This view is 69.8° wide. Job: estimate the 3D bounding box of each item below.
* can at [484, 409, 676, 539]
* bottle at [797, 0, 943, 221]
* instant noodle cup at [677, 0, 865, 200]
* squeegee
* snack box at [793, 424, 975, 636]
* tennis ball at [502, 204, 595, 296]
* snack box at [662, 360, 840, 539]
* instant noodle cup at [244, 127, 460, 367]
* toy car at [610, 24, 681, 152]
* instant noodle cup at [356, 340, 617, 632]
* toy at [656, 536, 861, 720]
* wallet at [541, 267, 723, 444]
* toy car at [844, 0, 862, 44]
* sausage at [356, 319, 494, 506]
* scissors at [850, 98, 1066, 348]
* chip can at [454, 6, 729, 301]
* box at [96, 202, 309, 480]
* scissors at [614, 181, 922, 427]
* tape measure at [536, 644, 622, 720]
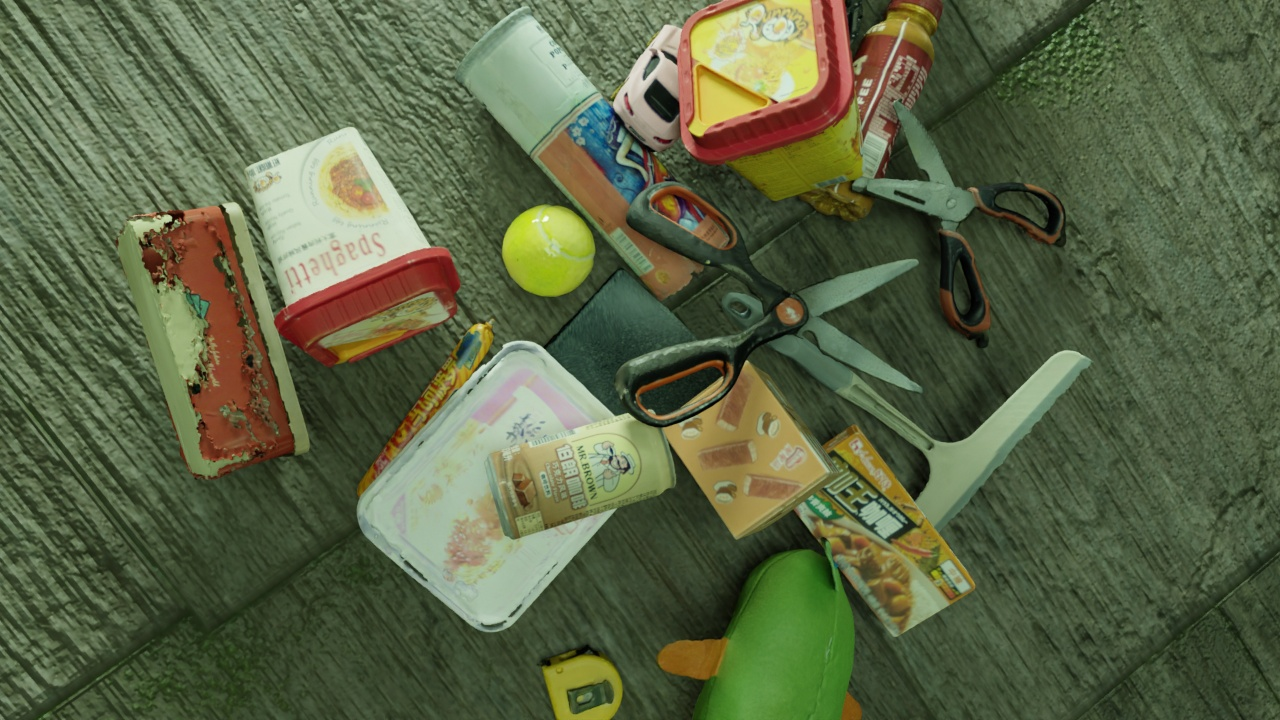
[{"bbox_3d":[-0.040,0.074,0.603,0.116,0.058,0.058,-16,94,-10],"label":"can"},{"bbox_3d":[0.178,-0.196,0.697,0.057,0.057,0.175,25,87,-10],"label":"bottle"},{"bbox_3d":[0.098,-0.176,0.627,0.116,0.123,0.116,-12,68,26],"label":"instant noodle cup"},{"bbox_3d":[0.162,0.022,0.711,0.246,0.039,0.247,36,103,-3],"label":"squeegee"},{"bbox_3d":[0.178,0.130,0.699,0.075,0.026,0.154,-37,96,12],"label":"snack box"},{"bbox_3d":[-0.065,-0.078,0.651,0.065,0.065,0.065,0,91,-11],"label":"tennis ball"},{"bbox_3d":[0.079,0.064,0.645,0.077,0.092,0.094,-38,75,9],"label":"snack box"},{"bbox_3d":[-0.194,-0.075,0.610,0.116,0.117,0.124,-24,83,-9],"label":"instant noodle cup"},{"bbox_3d":[0.020,-0.197,0.652,0.056,0.037,0.122,42,49,-21],"label":"toy car"},{"bbox_3d":[-0.097,0.086,0.653,0.138,0.060,0.173,43,82,-8],"label":"instant noodle cup"},{"bbox_3d":[0.094,0.250,0.671,0.227,0.090,0.246,32,74,-38],"label":"toy"},{"bbox_3d":[-0.004,0.004,0.690,0.121,0.019,0.097,43,85,-7],"label":"wallet"},{"bbox_3d":[0.108,-0.243,0.686,0.120,0.053,0.045,-26,54,-12],"label":"toy car"},{"bbox_3d":[-0.154,0.038,0.660,0.021,0.021,0.165,35,85,-10],"label":"sausage"},{"bbox_3d":[0.252,-0.109,0.710,0.188,0.015,0.227,-28,113,-16],"label":"scissors"},{"bbox_3d":[-0.032,-0.142,0.653,0.071,0.071,0.214,-43,99,-7],"label":"chip can"},{"bbox_3d":[-0.283,-0.009,0.589,0.079,0.091,0.168,-19,95,-36],"label":"box"},{"bbox_3d":[0.076,-0.035,0.602,0.220,0.022,0.234,-40,83,-13],"label":"scissors"},{"bbox_3d":[-0.042,0.245,0.682,0.057,0.029,0.060,-16,95,-11],"label":"tape measure"}]
